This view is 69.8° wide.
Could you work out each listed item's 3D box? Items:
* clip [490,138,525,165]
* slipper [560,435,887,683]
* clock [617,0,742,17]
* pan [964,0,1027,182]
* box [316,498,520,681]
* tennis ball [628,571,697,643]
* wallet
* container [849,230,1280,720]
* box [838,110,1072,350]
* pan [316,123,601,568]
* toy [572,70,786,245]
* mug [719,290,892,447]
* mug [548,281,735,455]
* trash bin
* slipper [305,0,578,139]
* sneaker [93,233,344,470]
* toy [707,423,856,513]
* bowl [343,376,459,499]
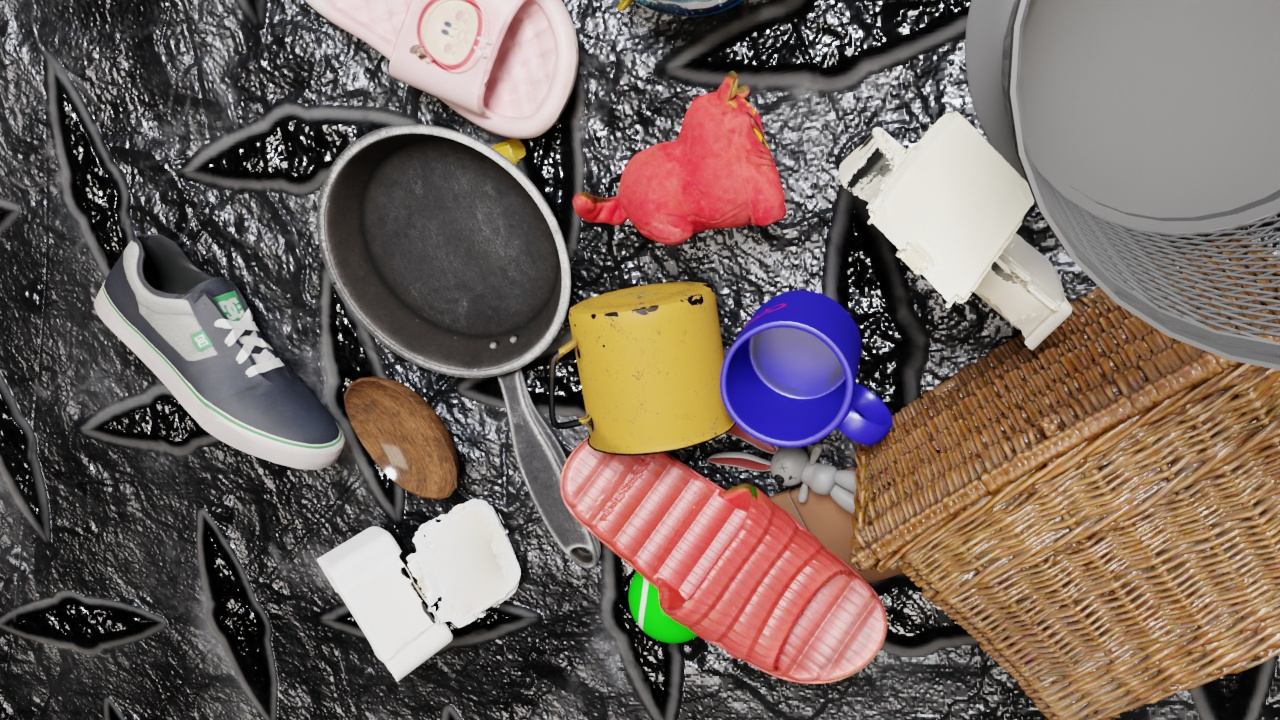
[{"bbox_3d":[-0.103,-0.125,0.636,0.054,0.044,0.049,-15,77,19],"label":"clip"},{"bbox_3d":[0.053,0.131,0.616,0.249,0.059,0.103,33,81,6],"label":"slipper"},{"bbox_3d":[0.051,-0.262,0.529,0.162,0.060,0.117,-3,105,17],"label":"clock"},{"bbox_3d":[0.233,-0.221,0.504,0.354,0.024,0.217,40,114,2],"label":"pan"},{"bbox_3d":[-0.169,0.168,0.735,0.109,0.136,0.121,59,155,-7],"label":"box"},{"bbox_3d":[0.024,0.173,0.672,0.065,0.065,0.065,5,108,16],"label":"tennis ball"},{"bbox_3d":[0.117,0.134,0.659,0.121,0.013,0.087,-26,98,21],"label":"wallet"},{"bbox_3d":[0.274,0.078,0.517,0.251,0.161,0.183,-37,98,25],"label":"container"},{"bbox_3d":[0.181,-0.071,0.478,0.143,0.186,0.070,39,113,-5],"label":"box"},{"bbox_3d":[-0.102,-0.001,0.665,0.188,0.055,0.357,-14,115,25],"label":"pan"},{"bbox_3d":[0.021,-0.122,0.569,0.133,0.088,0.094,-12,104,-1],"label":"toy"},{"bbox_3d":[0.111,0.012,0.584,0.111,0.083,0.079,35,114,4],"label":"mug"},{"bbox_3d":[-0.004,0.004,0.600,0.123,0.100,0.094,-14,103,-18],"label":"mug"},{"bbox_3d":[0.261,-0.132,0.385,0.218,0.226,0.218,5,109,15],"label":"trash bin"},{"bbox_3d":[-0.137,-0.230,0.599,0.221,0.055,0.107,32,111,6],"label":"slipper"},{"bbox_3d":[-0.319,-0.010,0.713,0.235,0.084,0.079,39,114,6],"label":"sneaker"},{"bbox_3d":[0.103,0.072,0.629,0.112,0.030,0.049,22,123,19],"label":"toy"},{"bbox_3d":[-0.178,0.055,0.711,0.102,0.026,0.114,-9,116,40],"label":"bowl"}]
